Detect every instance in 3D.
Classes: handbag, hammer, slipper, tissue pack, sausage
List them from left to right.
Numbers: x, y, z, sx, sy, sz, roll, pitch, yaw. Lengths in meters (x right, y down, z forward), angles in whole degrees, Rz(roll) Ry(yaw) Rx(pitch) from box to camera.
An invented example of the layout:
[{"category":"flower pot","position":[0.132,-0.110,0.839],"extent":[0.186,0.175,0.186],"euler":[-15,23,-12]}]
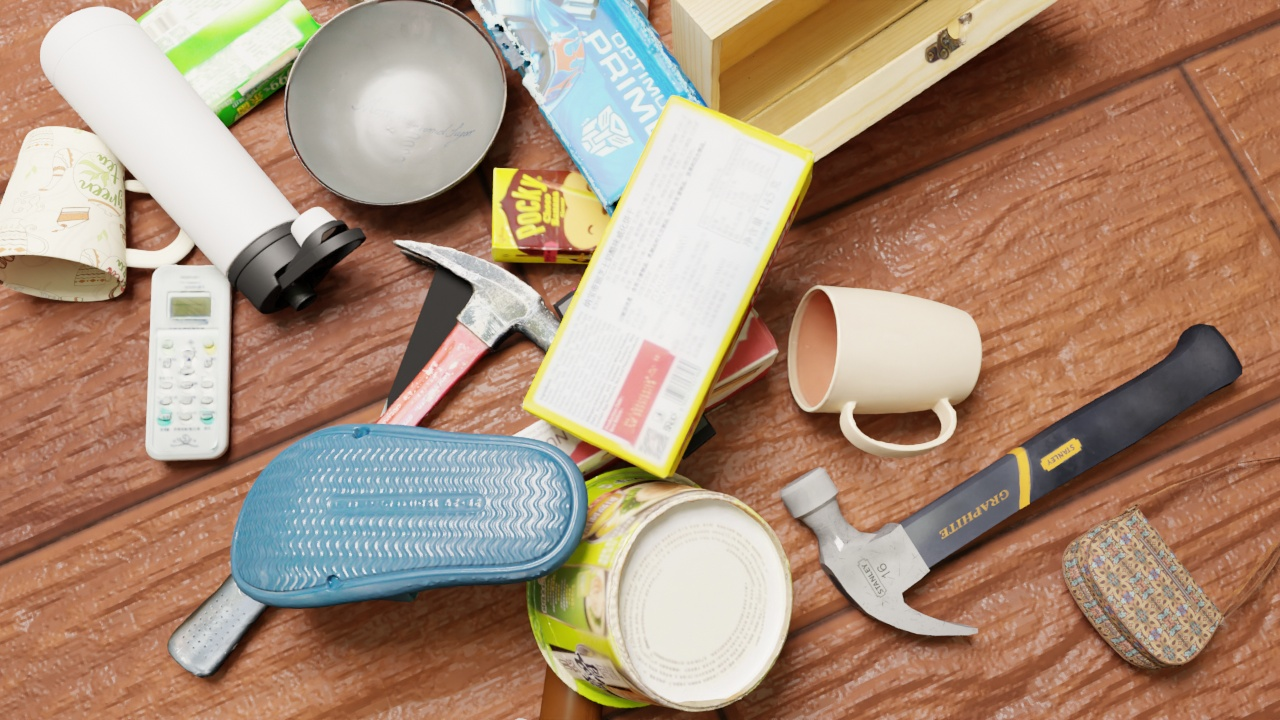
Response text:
[{"category":"tissue pack","position":[-0.293,-0.231,0.659],"extent":[0.114,0.034,0.099],"euler":[-38,83,-6]},{"category":"hammer","position":[-0.193,0.063,0.607],"extent":[0.140,0.036,0.326],"euler":[39,82,5]},{"category":"slipper","position":[-0.131,0.086,0.517],"extent":[0.214,0.059,0.103],"euler":[-6,68,12]},{"category":"sausage","position":[-0.036,0.161,0.588],"extent":[0.040,0.040,0.155],"euler":[7,80,1]},{"category":"hammer","position":[0.259,0.065,0.609],"extent":[0.312,0.035,0.139],"euler":[-31,83,-6]},{"category":"handbag","position":[0.370,0.117,0.606],"extent":[0.195,0.043,0.093],"euler":[-31,78,-14]}]

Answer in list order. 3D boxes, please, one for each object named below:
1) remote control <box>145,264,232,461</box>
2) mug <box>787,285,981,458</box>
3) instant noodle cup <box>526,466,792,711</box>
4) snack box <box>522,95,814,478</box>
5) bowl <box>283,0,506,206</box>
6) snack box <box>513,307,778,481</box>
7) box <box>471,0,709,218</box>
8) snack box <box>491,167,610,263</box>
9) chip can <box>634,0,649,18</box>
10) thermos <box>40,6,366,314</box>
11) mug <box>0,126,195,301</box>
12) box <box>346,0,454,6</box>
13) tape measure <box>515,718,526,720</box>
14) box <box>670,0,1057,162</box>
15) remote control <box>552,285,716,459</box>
[{"category":"remote control","position":[-0.304,0.001,0.622],"extent":[0.050,0.022,0.133],"euler":[-1,79,-12]},{"category":"mug","position":[0.160,0.009,0.588],"extent":[0.104,0.085,0.111],"euler":[2,62,-11]},{"category":"instant noodle cup","position":[0.015,0.136,0.537],"extent":[0.146,0.098,0.146],"euler":[3,83,-26]},{"category":"snack box","position":[0.017,-0.042,0.526],"extent":[0.092,0.042,0.200],"euler":[25,88,10]},{"category":"bowl","position":[-0.164,-0.170,0.637],"extent":[0.151,0.057,0.150],"euler":[0,80,-1]},{"category":"snack box","position":[-0.038,0.055,0.589],"extent":[0.272,0.077,0.044],"euler":[-30,77,-6]},{"category":"box","position":[-0.048,-0.212,0.591],"extent":[0.091,0.066,0.243],"euler":[-36,81,19]},{"category":"snack box","position":[-0.026,-0.097,0.629],"extent":[0.149,0.026,0.061],"euler":[0,73,-8]},{"category":"chip can","position":[-0.020,-0.349,0.666],"extent":[0.062,0.062,0.210],"euler":[3,80,0]},{"category":"thermos","position":[-0.286,-0.136,0.604],"extent":[0.230,0.068,0.101],"euler":[49,122,-1]},{"category":"mug","position":[-0.367,-0.098,0.624],"extent":[0.121,0.081,0.097],"euler":[4,71,-21]},{"category":"box","position":[-0.167,-0.355,0.681],"extent":[0.157,0.063,0.216],"euler":[29,81,16]},{"category":"tape measure","position":[-0.055,0.241,0.559],"extent":[0.064,0.065,0.016],"euler":[21,80,6]},{"category":"box","position":[0.151,-0.229,0.614],"extent":[0.248,0.141,0.148],"euler":[-34,85,-6]},{"category":"remote control","position":[-0.003,0.003,0.555],"extent":[0.039,0.010,0.124],"euler":[-38,79,-7]}]
